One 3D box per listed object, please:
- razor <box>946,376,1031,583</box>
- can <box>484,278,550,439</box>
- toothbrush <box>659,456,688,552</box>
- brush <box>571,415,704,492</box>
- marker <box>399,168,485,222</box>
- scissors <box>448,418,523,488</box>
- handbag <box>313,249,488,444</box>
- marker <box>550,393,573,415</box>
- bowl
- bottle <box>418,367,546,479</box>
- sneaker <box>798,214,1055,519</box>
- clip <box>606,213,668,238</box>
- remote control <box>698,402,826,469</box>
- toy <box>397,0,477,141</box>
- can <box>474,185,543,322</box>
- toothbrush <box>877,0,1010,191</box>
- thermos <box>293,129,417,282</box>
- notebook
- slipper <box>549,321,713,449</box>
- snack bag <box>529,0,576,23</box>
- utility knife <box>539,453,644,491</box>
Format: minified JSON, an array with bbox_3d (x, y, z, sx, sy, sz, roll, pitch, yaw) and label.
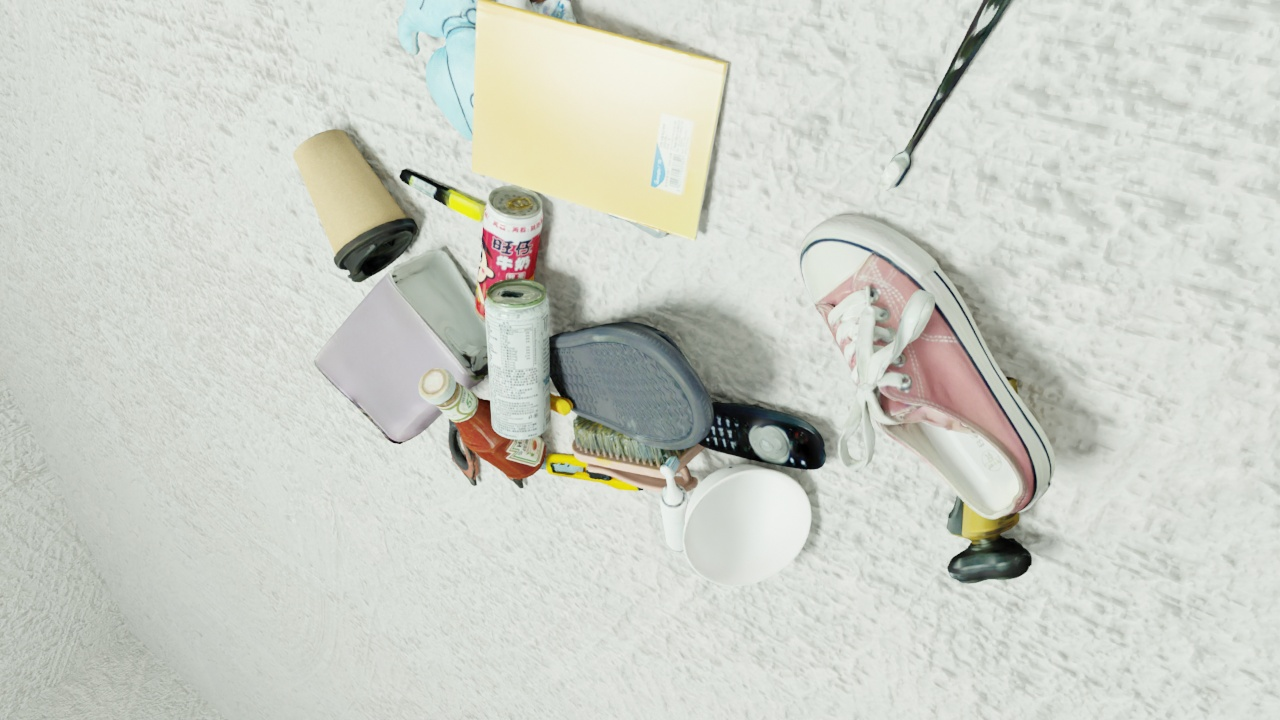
[{"bbox_3d":[0.254,0.088,0.660,0.067,0.062,0.168,-139,38,-59],"label":"razor"},{"bbox_3d":[-0.114,0.001,0.862,0.058,0.058,0.147,21,125,30],"label":"can"},{"bbox_3d":[0.031,0.134,0.842,0.027,0.026,0.221,27,158,17],"label":"toothbrush"},{"bbox_3d":[-0.009,0.088,0.886,0.146,0.063,0.073,3,120,42],"label":"brush"},{"bbox_3d":[-0.197,-0.166,0.912,0.124,0.015,0.018,28,133,28],"label":"marker"},{"bbox_3d":[-0.210,0.067,1.086,0.189,0.015,0.225,25,132,26],"label":"scissors"},{"bbox_3d":[-0.244,-0.008,0.991,0.198,0.098,0.145,-35,89,42],"label":"handbag"},{"bbox_3d":[-0.099,0.037,0.939,0.124,0.015,0.018,16,133,61],"label":"marker"},{"bbox_3d":[0.086,0.135,0.822,0.064,0.118,0.118,-121,16,-63],"label":"bowl"},{"bbox_3d":[-0.160,0.064,0.936,0.060,0.059,0.206,24,165,28],"label":"bottle"},{"bbox_3d":[0.174,0.003,0.615,0.241,0.087,0.119,59,140,18],"label":"sneaker"},{"bbox_3d":[0.001,-0.122,0.763,0.058,0.044,0.027,37,136,9],"label":"clip"},{"bbox_3d":[0.101,0.063,0.797,0.137,0.024,0.053,9,122,36],"label":"remote control"},{"bbox_3d":[-0.145,-0.251,0.776,0.161,0.049,0.156,15,119,29],"label":"toy"},{"bbox_3d":[-0.125,-0.096,0.865,0.053,0.053,0.133,34,136,19],"label":"can"},{"bbox_3d":[0.190,-0.176,0.556,0.015,0.018,0.182,40,136,17],"label":"toothbrush"},{"bbox_3d":[-0.299,-0.162,0.954,0.093,0.092,0.143,-33,87,49],"label":"thermos"},{"bbox_3d":[-0.041,-0.186,0.719,0.206,0.010,0.146,19,127,15],"label":"notebook"},{"bbox_3d":[-0.005,0.005,0.820,0.269,0.083,0.111,6,123,61],"label":"slipper"},{"bbox_3d":[-0.061,-0.245,0.723,0.045,0.026,0.105,9,121,42],"label":"snack bag"},{"bbox_3d":[-0.057,0.120,0.987,0.178,0.015,0.033,1,116,42],"label":"utility knife"}]
